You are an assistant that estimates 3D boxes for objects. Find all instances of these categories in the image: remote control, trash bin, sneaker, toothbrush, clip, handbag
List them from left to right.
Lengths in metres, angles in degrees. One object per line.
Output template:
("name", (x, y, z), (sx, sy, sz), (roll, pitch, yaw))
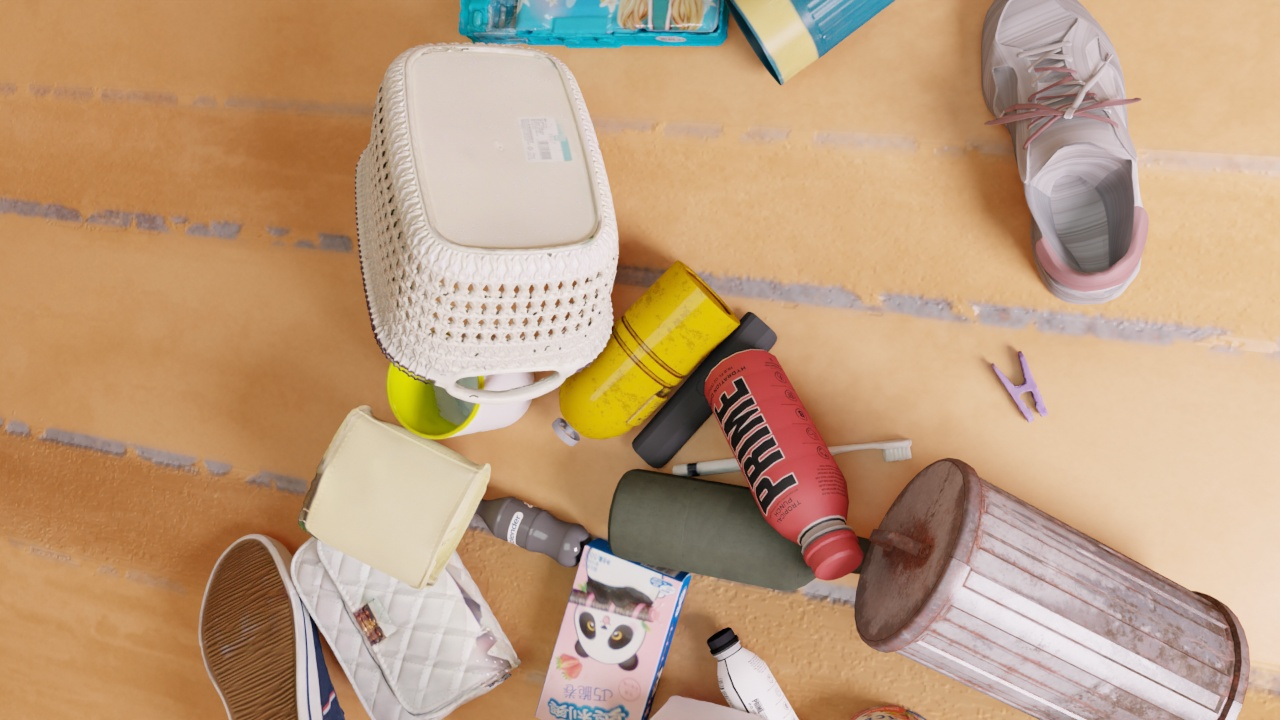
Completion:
("sneaker", (-0.305, 0.295, 0.811), (0.121, 0.127, 0.294), (-31, 62, 9))
("handbag", (-0.195, 0.108, 0.726), (0.119, 0.081, 0.111), (25, 80, 1))
("handbag", (-0.203, 0.213, 0.779), (0.139, 0.072, 0.195), (-37, 80, 12))
("remote control", (0.050, 0.024, 0.731), (0.033, 0.015, 0.147), (44, 102, 13))
("toothbrush", (0.115, 0.079, 0.713), (0.187, 0.012, 0.017), (-9, 91, 17))
("clip", (0.275, 0.021, 0.665), (0.033, 0.013, 0.051), (-24, 86, 17))
("trash bin", (0.247, 0.159, 0.586), (0.211, 0.130, 0.131), (27, 98, -2))
("sneaker", (0.289, -0.155, 0.620), (0.099, 0.089, 0.236), (-15, 86, 16))

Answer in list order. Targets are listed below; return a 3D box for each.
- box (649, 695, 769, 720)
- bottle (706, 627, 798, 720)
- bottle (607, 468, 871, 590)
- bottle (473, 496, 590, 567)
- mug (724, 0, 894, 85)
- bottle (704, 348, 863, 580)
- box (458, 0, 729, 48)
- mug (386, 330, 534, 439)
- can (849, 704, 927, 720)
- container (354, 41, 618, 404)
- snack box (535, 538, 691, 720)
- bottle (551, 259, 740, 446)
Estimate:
("box", (0.012, 0.317, 0.682), (0.189, 0.101, 0.111), (-1, 96, 10))
("bottle", (0.089, 0.261, 0.706), (0.041, 0.041, 0.116), (-33, 81, 14))
("bottle", (0.082, 0.132, 0.693), (0.207, 0.071, 0.071), (8, 92, 17))
("bottle", (-0.096, 0.138, 0.765), (0.110, 0.036, 0.036), (19, 95, 16))
("mug", (0.119, -0.280, 0.683), (0.107, 0.083, 0.113), (-35, 53, 14))
("bottle", (0.103, 0.073, 0.650), (0.062, 0.062, 0.176), (-35, 49, 14))
("box", (-0.039, -0.306, 0.747), (0.227, 0.039, 0.094), (6, 91, 17))
("mug", (-0.142, 0.019, 0.743), (0.083, 0.106, 0.082), (0, 90, 17))
("can", (0.186, 0.303, 0.675), (0.086, 0.043, 0.086), (-1, 88, 17))
("container", (-0.108, -0.110, 0.667), (0.184, 0.144, 0.251), (-4, 62, -20))
("snack box", (-0.023, 0.232, 0.745), (0.088, 0.033, 0.154), (17, 95, 17))
("bottle", (-0.004, 0.004, 0.720), (0.164, 0.071, 0.071), (-44, 78, 12))
